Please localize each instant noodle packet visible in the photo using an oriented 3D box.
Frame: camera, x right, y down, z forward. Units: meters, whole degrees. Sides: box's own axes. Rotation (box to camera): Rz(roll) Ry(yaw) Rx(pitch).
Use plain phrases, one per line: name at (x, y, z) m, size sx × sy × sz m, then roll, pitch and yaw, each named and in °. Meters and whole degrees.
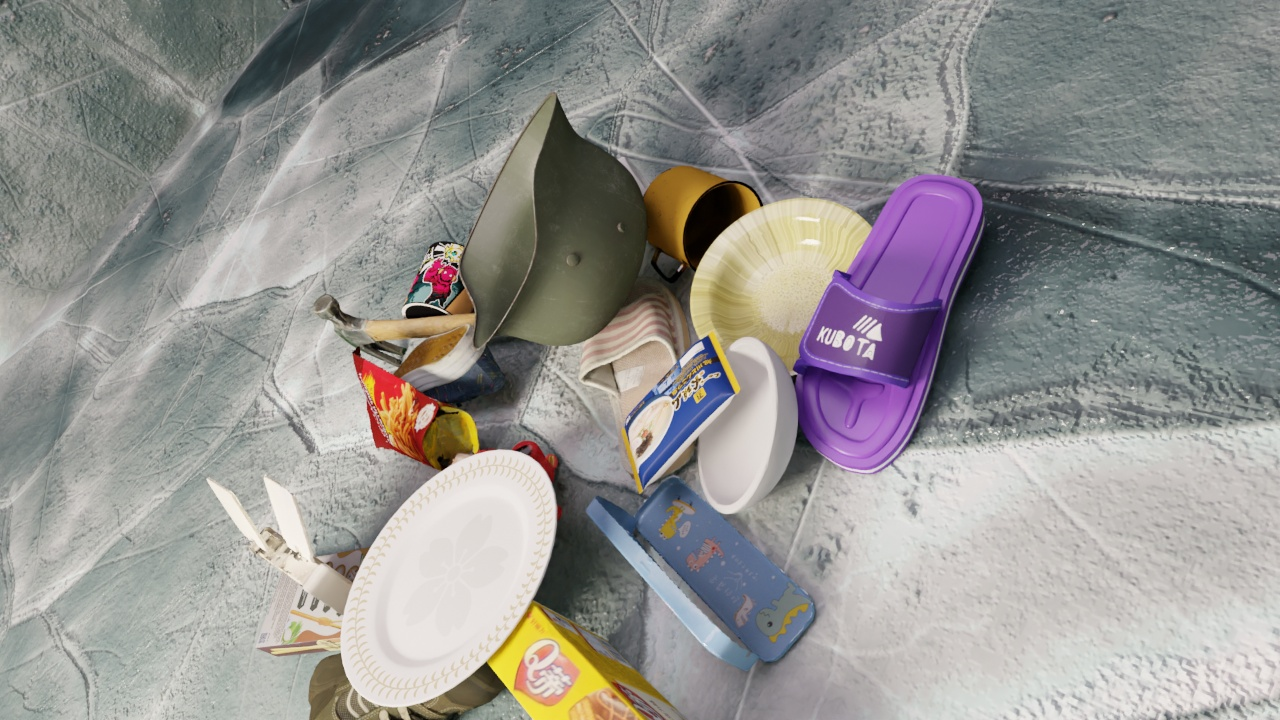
instant noodle packet at (0.032, 0.045, 0.813) m, size 0.134 × 0.026 × 0.087 m, roll -48°, pitch 33°, yaw 21°

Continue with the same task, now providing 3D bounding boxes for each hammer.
hammer at (-0.241, -0.041, 1.132) m, size 0.331 × 0.132 × 0.033 m, roll -1°, pitch 56°, yaw 27°

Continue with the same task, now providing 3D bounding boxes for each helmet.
helmet at (-0.078, -0.112, 0.925) m, size 0.228 × 0.153 × 0.267 m, roll -31°, pitch 37°, yaw 57°

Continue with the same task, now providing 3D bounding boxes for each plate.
plate at (-0.167, 0.185, 0.804) m, size 0.243 × 0.016 × 0.242 m, roll -25°, pitch 40°, yaw 23°
plate at (0.139, -0.063, 0.857) m, size 0.185 × 0.036 × 0.184 m, roll -11°, pitch 62°, yaw 22°

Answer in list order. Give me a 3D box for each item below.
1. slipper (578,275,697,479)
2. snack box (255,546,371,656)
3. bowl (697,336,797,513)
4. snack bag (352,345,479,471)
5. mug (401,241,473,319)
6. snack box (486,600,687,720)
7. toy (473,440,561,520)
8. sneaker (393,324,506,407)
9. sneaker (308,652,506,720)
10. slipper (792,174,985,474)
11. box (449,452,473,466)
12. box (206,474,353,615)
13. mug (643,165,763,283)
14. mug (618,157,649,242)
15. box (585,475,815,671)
slipper at (-0.006, 0.005, 0.927) m, size 0.115 × 0.052 × 0.262 m, roll -29°, pitch 44°, yaw 17°
snack box at (-0.337, 0.265, 1.011) m, size 0.186 × 0.031 × 0.100 m, roll -16°, pitch 49°, yaw 31°
bowl at (0.097, 0.057, 0.776) m, size 0.150 × 0.043 × 0.149 m, roll -171°, pitch 91°, yaw -72°
snack bag at (-0.263, 0.067, 1.048) m, size 0.066 × 0.139 × 0.208 m, roll -31°, pitch 33°, yaw -31°
mug at (-0.260, -0.084, 1.200) m, size 0.118 × 0.082 × 0.098 m, roll -36°, pitch 33°, yaw 55°
snack box at (-0.010, 0.274, 0.670) m, size 0.061 × 0.110 × 0.230 m, roll -53°, pitch 41°, yaw -7°
toy at (-0.115, 0.148, 0.913) m, size 0.088 × 0.094 × 0.133 m, roll -1°, pitch 81°, yaw 7°
sneaker at (-0.233, 0.020, 1.094) m, size 0.236 × 0.079 × 0.087 m, roll -19°, pitch 34°, yaw 52°
sneaker at (-0.226, 0.327, 0.815) m, size 0.239 × 0.101 × 0.142 m, roll -23°, pitch 41°, yaw 31°
slipper at (0.197, -0.048, 0.745) m, size 0.107 × 0.084 × 0.266 m, roll 20°, pitch 76°, yaw 32°
box at (-0.192, 0.185, 0.938) m, size 0.071 × 0.056 × 0.186 m, roll 14°, pitch 65°, yaw 10°
box at (-0.346, 0.189, 0.919) m, size 0.145 × 0.188 × 0.057 m, roll 14°, pitch 52°, yaw 41°
mug at (0.054, -0.138, 0.956) m, size 0.123 × 0.100 × 0.094 m, roll -53°, pitch 39°, yaw -1°
mug at (-0.014, -0.170, 1.043) m, size 0.068 × 0.094 × 0.115 m, roll -37°, pitch 49°, yaw 12°
box at (0.042, 0.159, 0.749) m, size 0.085 × 0.073 × 0.209 m, roll -45°, pitch 41°, yaw -6°
